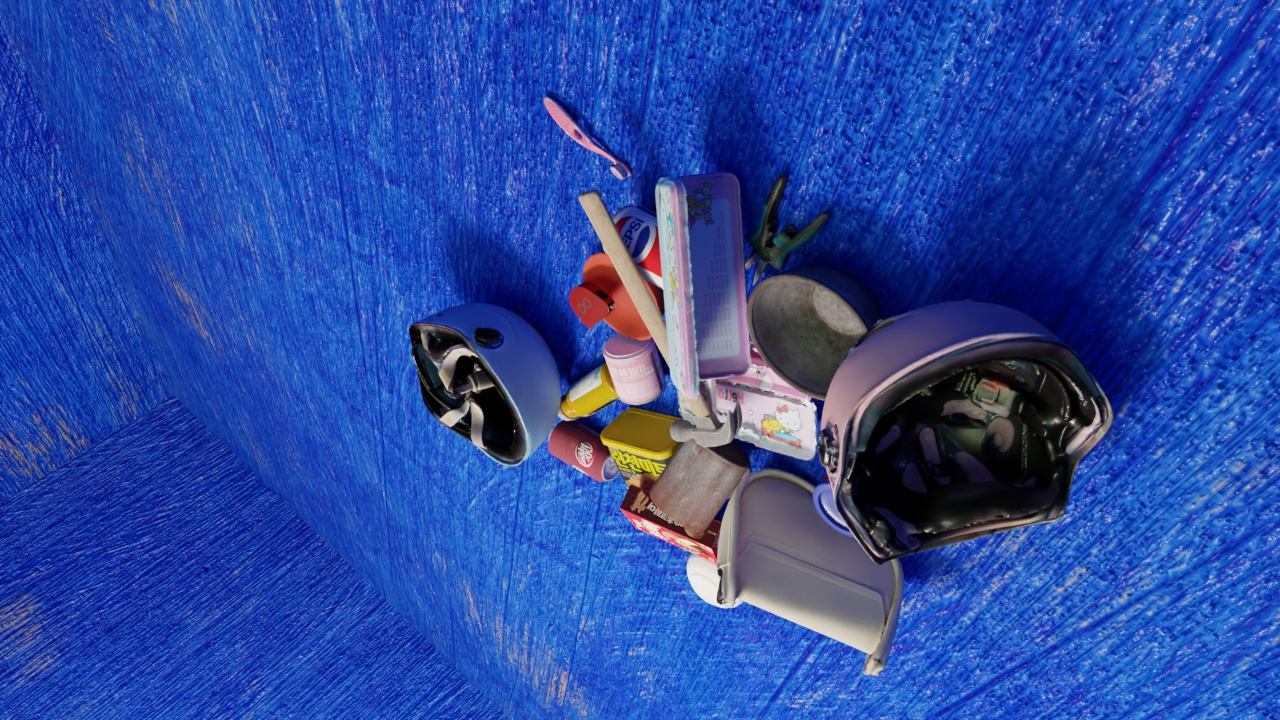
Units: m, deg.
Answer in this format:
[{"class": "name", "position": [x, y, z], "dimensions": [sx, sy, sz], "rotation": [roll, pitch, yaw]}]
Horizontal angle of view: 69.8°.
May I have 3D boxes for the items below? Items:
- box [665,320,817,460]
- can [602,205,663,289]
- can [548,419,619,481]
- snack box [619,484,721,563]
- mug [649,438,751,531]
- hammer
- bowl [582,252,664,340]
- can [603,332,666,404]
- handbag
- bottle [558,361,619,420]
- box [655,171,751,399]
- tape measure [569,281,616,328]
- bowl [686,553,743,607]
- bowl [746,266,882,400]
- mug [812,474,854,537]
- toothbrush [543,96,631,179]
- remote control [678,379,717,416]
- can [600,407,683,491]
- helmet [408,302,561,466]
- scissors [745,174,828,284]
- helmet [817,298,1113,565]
[{"class": "box", "position": [0.117, 0.025, 1.062], "dimensions": [0.202, 0.058, 0.156], "rotation": [16, 137, 41]}, {"class": "can", "position": [0.028, -0.116, 1.002], "dimensions": [0.132, 0.070, 0.070], "rotation": [31, 143, 26]}, {"class": "can", "position": [-0.083, 0.136, 1.395], "dimensions": [0.114, 0.063, 0.063], "rotation": [25, 140, 33]}, {"class": "snack box", "position": [0.050, 0.230, 1.277], "dimensions": [0.133, 0.035, 0.152], "rotation": [21, 164, 16]}, {"class": "mug", "position": [0.086, 0.153, 1.167], "dimensions": [0.123, 0.110, 0.096], "rotation": [23, -159, -36]}, {"class": "hammer", "position": [0.019, -0.040, 1.014], "dimensions": [0.120, 0.030, 0.331], "rotation": [0, 122, 51]}, {"class": "bowl", "position": [-0.014, -0.085, 1.115], "dimensions": [0.122, 0.035, 0.122], "rotation": [31, 143, 26]}, {"class": "can", "position": [-0.007, 0.007, 1.171], "dimensions": [0.067, 0.067, 0.076], "rotation": [16, 136, 40]}, {"class": "handbag", "position": [0.196, 0.259, 1.101], "dimensions": [0.229, 0.183, 0.132], "rotation": [21, 143, 11]}, {"class": "bottle", "position": [-0.067, 0.046, 1.295], "dimensions": [0.053, 0.053, 0.187], "rotation": [52, 147, -4]}, {"class": "box", "position": [0.066, -0.075, 0.901], "dimensions": [0.092, 0.090, 0.214], "rotation": [-111, 15, -74]}, {"class": "tape measure", "position": [-0.060, -0.073, 1.130], "dimensions": [0.051, 0.019, 0.059], "rotation": [53, 140, -2]}, {"class": "bowl", "position": [0.113, 0.325, 1.367], "dimensions": [0.105, 0.054, 0.105], "rotation": [32, 144, 27]}, {"class": "bowl", "position": [0.182, -0.037, 0.904], "dimensions": [0.145, 0.067, 0.145], "rotation": [31, 143, 26]}, {"class": "mug", "position": [0.240, 0.128, 0.995], "dimensions": [0.075, 0.076, 0.112], "rotation": [27, 141, 31]}, {"class": "toothbrush", "position": [-0.062, -0.249, 1.024], "dimensions": [0.135, 0.016, 0.022], "rotation": [43, 147, 9]}, {"class": "remote control", "position": [0.063, 0.017, 1.054], "dimensions": [0.050, 0.011, 0.136], "rotation": [27, 144, 31]}, {"class": "can", "position": [0.023, 0.133, 1.262], "dimensions": [0.131, 0.072, 0.101], "rotation": [10, 134, 44]}, {"class": "helmet", "position": [-0.210, 0.022, 1.329], "dimensions": [0.265, 0.166, 0.226], "rotation": [39, 145, 30]}, {"class": "scissors", "position": [0.136, -0.126, 0.912], "dimensions": [0.151, 0.019, 0.121], "rotation": [4, 127, 50]}, {"class": "helmet", "position": [0.261, 0.045, 0.788], "dimensions": [0.152, 0.230, 0.256], "rotation": [-101, -9, -48]}]
